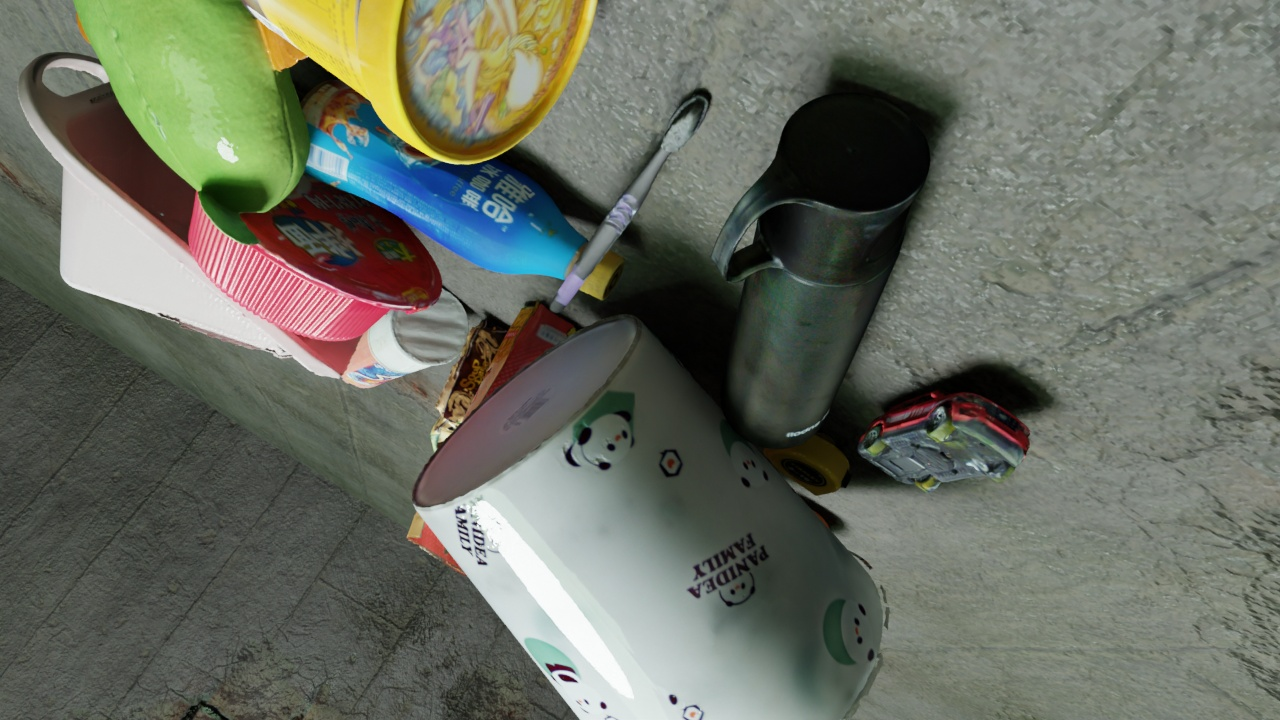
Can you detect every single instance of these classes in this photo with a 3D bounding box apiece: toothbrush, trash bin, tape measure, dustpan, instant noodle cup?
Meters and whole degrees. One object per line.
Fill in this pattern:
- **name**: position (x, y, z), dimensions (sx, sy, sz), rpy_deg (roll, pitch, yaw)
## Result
- **toothbrush**: position (-0.013, -0.074, 0.491), dimensions (0.014, 0.016, 0.190), rpy_deg (30, 141, -11)
- **trash bin**: position (-0.001, 0.123, 0.612), dimensions (0.252, 0.229, 0.230), rpy_deg (52, 153, -16)
- **tape measure**: position (0.125, 0.072, 0.673), dimensions (0.060, 0.028, 0.057), rpy_deg (34, 159, -7)
- **dustpan**: position (-0.318, -0.121, 0.699), dimensions (0.273, 0.139, 0.222), rpy_deg (15, -157, -15)
- **instant noodle cup**: position (-0.237, -0.079, 0.642), dimensions (0.194, 0.066, 0.193), rpy_deg (36, -162, -14)
- **instant noodle cup**: position (-0.096, -0.157, 0.372), dimensions (0.114, 0.118, 0.118), rpy_deg (31, 159, 21)

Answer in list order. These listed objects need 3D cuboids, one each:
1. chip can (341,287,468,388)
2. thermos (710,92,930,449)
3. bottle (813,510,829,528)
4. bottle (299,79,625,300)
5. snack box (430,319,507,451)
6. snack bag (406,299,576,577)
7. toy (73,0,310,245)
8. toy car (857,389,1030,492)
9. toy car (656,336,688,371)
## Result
- **chip can**: position (-0.240, -0.018, 0.890), dimensions (0.071, 0.071, 0.215), rpy_deg (41, 154, -21)
- **thermos**: position (0.072, -0.026, 0.463), dimensions (0.243, 0.090, 0.068), rpy_deg (87, 161, -64)
- **bottle**: position (0.126, 0.169, 0.844), dimensions (0.067, 0.066, 0.150), rpy_deg (32, 165, 0)
- **bottle**: position (-0.111, -0.101, 0.569), dimensions (0.219, 0.065, 0.065), rpy_deg (28, 158, 7)
- **snack box**: position (-0.119, 0.043, 0.836), dimensions (0.105, 0.118, 0.118), rpy_deg (21, 158, 0)
- **snack bag**: position (-0.103, 0.065, 0.716), dimensions (0.073, 0.207, 0.129), rpy_deg (13, 155, 25)
- **toy**: position (-0.245, -0.188, 0.490), dimensions (0.227, 0.089, 0.247), rpy_deg (15, 128, 34)
- **toy car**: position (0.172, 0.043, 0.528), dimensions (0.053, 0.045, 0.121), rpy_deg (33, 163, -8)
- **toy car**: position (-0.004, 0.004, 0.695), dimensions (0.091, 0.034, 0.043), rpy_deg (9, 153, 46)
